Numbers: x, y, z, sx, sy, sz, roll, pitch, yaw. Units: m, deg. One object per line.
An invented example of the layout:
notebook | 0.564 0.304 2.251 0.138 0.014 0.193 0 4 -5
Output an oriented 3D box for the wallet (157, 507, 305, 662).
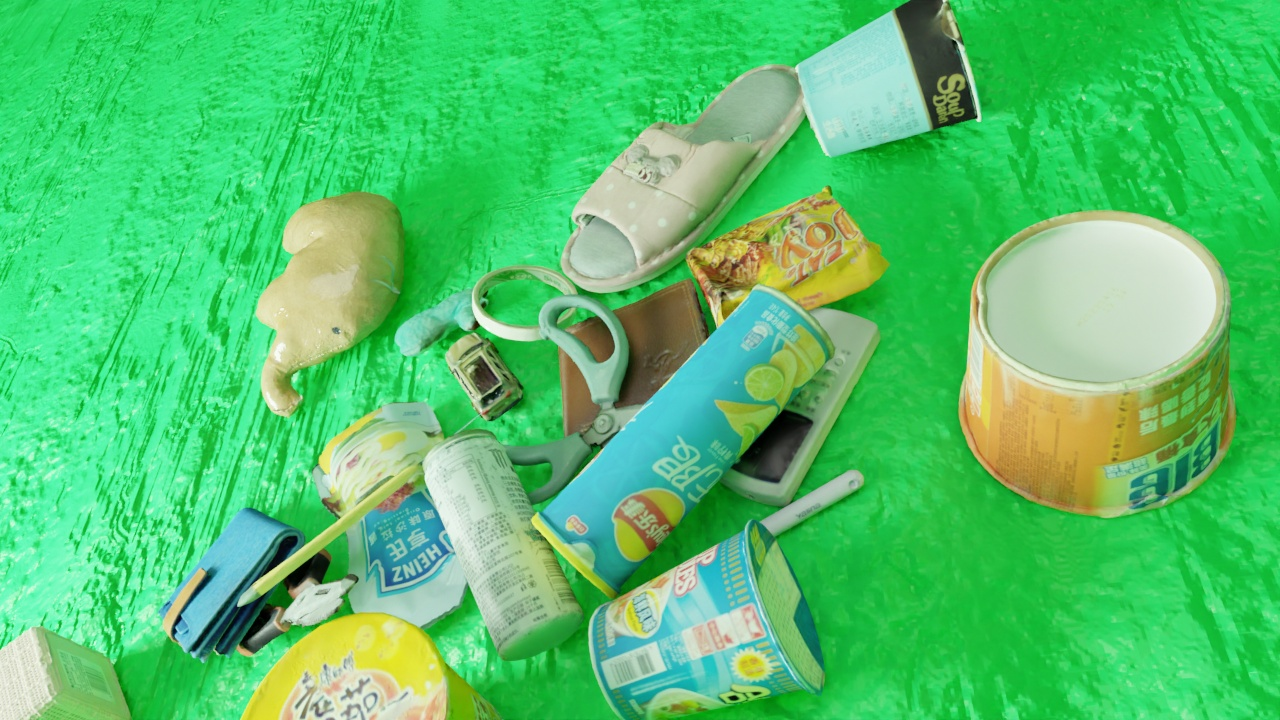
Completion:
wallet | -0.303 0.160 0.674 0.133 0.040 0.106 -2 49 56

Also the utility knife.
utility knife | -0.187 0.099 0.646 0.219 0.022 0.031 -34 5 -24

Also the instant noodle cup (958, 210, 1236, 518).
instant noodle cup | 0.253 -0.004 0.515 0.151 0.111 0.151 -13 51 16

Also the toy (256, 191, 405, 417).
toy | -0.282 -0.060 0.832 0.144 0.082 0.225 -10 55 24

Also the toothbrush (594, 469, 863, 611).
toothbrush | 0.058 0.120 0.576 0.189 0.029 0.021 -31 11 0

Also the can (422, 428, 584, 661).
can | -0.092 0.118 0.600 0.058 0.058 0.146 -31 62 1

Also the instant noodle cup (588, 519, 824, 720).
instant noodle cup | 0.034 0.156 0.517 0.110 0.099 0.099 -25 49 15

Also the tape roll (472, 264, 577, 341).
tape roll | -0.094 -0.048 0.748 0.086 0.014 0.085 4 41 -4

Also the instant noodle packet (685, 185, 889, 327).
instant noodle packet | 0.103 -0.074 0.673 0.128 0.044 0.110 -24 39 5

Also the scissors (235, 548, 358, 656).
scissors | -0.219 0.151 0.610 0.207 0.015 0.192 -42 16 18

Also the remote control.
remote control | 0.106 0.027 0.620 0.058 0.021 0.149 18 65 34

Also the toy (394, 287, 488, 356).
toy | -0.166 -0.033 0.779 0.092 0.030 0.096 -33 26 -6

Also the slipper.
slipper | 0.037 -0.164 0.771 0.274 0.054 0.114 -44 50 -11

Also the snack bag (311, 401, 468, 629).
snack bag | -0.176 0.115 0.678 0.110 0.039 0.191 -27 49 -10

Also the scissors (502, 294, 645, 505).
scissors | -0.063 0.041 0.660 0.180 0.019 0.170 -35 60 7

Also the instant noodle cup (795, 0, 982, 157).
instant noodle cup | 0.189 -0.217 0.714 0.121 0.111 0.111 -18 50 20

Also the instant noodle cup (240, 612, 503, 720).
instant noodle cup | -0.145 0.230 0.529 0.138 0.110 0.137 -13 51 16

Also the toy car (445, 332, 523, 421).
toy car | -0.128 0.009 0.734 0.042 0.035 0.090 -36 46 -6

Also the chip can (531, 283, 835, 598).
chip can | 0.029 0.049 0.581 0.210 0.071 0.071 -46 50 -9

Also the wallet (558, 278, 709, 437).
wallet | -0.004 0.004 0.682 0.125 0.032 0.101 -21 54 14

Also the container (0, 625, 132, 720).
container | -0.444 0.264 0.659 0.110 0.090 0.090 -42 50 -12
